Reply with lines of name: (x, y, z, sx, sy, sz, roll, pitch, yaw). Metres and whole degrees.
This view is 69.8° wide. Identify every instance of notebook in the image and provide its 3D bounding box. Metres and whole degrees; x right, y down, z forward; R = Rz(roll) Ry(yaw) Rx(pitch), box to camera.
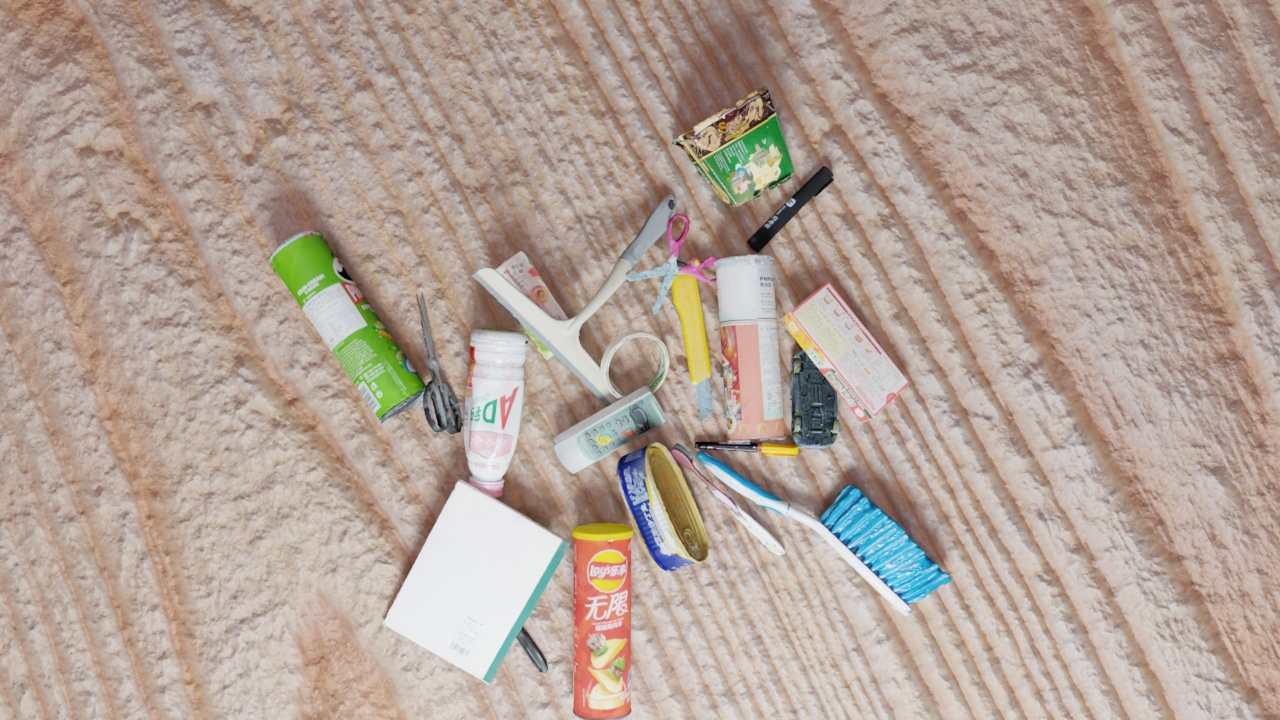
notebook: (-0.195, 0.262, 1.079, 0.150, 0.012, 0.209, 30, 101, 0)

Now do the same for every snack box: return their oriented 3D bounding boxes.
snack box: (0.241, -0.011, 1.079, 0.076, 0.027, 0.156, -37, 87, -31)
snack box: (0.115, -0.242, 1.072, 0.118, 0.117, 0.105, -29, 100, 2)

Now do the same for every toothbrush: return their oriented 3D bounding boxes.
toothbrush: (0.105, 0.166, 1.090, 0.187, 0.017, 0.016, 44, 123, -6)
toothbrush: (-0.164, 0.299, 1.098, 0.015, 0.018, 0.181, -34, 89, -4)

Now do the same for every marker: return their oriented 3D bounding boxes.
marker: (0.127, 0.105, 1.098, 0.124, 0.018, 0.015, 3, 96, 2)
marker: (0.181, -0.182, 1.107, 0.132, 0.020, 0.022, -45, 117, -2)

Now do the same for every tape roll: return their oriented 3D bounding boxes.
tape roll: (-0.006, 0.006, 1.082, 0.085, 0.014, 0.086, -10, 112, -25)

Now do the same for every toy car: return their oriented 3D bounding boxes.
toy car: (0.206, 0.045, 1.091, 0.054, 0.037, 0.120, 1, 78, -1)

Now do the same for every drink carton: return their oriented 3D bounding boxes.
drink carton: (-0.126, -0.066, 1.094, 0.053, 0.045, 0.122, -34, 88, -2)

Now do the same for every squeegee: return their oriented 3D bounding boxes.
squeegee: (-0.026, -0.104, 1.071, 0.246, 0.039, 0.246, 46, 73, -26)

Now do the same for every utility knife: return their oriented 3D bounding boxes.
utility knife: (0.063, -0.025, 1.103, 0.033, 0.015, 0.197, -8, 85, 0)

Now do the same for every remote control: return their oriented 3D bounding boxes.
remote control: (-0.037, 0.083, 1.086, 0.135, 0.019, 0.056, -29, 130, -1)

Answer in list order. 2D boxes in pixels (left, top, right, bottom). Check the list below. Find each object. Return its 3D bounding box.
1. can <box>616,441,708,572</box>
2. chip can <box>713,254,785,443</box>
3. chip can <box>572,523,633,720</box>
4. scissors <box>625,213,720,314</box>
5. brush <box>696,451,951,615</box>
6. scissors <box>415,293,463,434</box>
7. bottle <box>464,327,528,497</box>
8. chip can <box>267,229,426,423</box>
can: (0.025, 0.171, 1.064, 0.049, 0.074, 0.148, -26, 87, 28)
chip can: (0.129, -0.013, 1.076, 0.071, 0.071, 0.214, -4, 88, 1)
chip can: (-0.045, 0.302, 1.067, 0.073, 0.073, 0.216, 1, 88, 1)
scissors: (0.038, -0.118, 1.082, 0.133, 0.017, 0.124, -14, 90, -27)
brush: (0.214, 0.183, 1.080, 0.314, 0.060, 0.109, 44, 93, 5)
scissors: (-0.248, 0.004, 1.083, 0.014, 0.140, 0.174, -17, 112, 15)
bottle: (-0.173, 0.062, 1.081, 0.068, 0.068, 0.197, 5, 93, 1)
chip can: (-0.343, -0.039, 1.083, 0.072, 0.072, 0.236, -35, 88, -1)
